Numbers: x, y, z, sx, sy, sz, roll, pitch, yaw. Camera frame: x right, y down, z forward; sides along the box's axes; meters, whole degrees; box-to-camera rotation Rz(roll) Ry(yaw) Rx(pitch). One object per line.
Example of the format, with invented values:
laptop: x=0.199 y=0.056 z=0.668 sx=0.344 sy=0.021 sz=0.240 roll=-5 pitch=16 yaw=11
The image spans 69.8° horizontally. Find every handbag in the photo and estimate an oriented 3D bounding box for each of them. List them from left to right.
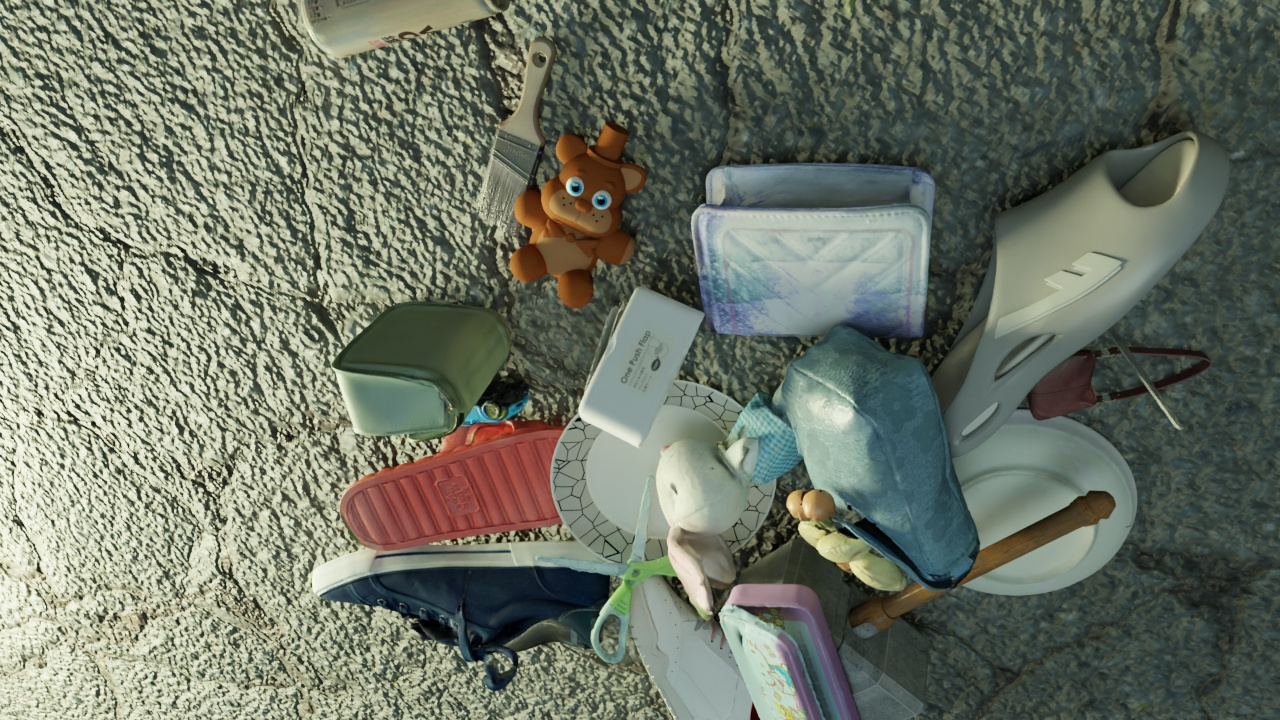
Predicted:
handbag: x=-0.171 y=0.009 z=0.731 sx=0.106 sy=0.121 sz=0.067 roll=2 pitch=120 yaw=14
handbag: x=0.121 y=-0.072 z=0.643 sx=0.159 sy=0.069 sz=0.127 roll=2 pitch=134 yaw=14
handbag: x=0.153 y=0.080 z=0.631 sx=0.118 sy=0.122 sz=0.192 roll=-34 pitch=123 yaw=-14
handbag: x=0.341 y=0.010 z=0.655 sx=0.120 sy=0.029 sz=0.055 roll=-9 pitch=119 yaw=14

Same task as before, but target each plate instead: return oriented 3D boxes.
plate: x=0.019 y=0.098 z=0.777 sx=0.188 sy=0.016 sz=0.189 roll=0 pitch=114 yaw=1
plate: x=0.295 y=0.124 z=0.726 sx=0.182 sy=0.034 sz=0.183 roll=7 pitch=121 yaw=11

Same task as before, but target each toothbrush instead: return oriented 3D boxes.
toothbrush: x=0.297 y=-0.012 z=0.559 sx=0.010 sy=0.181 sz=0.010 roll=25 pitch=120 yaw=-7

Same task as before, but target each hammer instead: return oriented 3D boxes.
hammer: x=0.229 y=0.178 z=0.721 sx=0.162 sy=0.082 sz=0.319 roll=39 pitch=130 yaw=-9

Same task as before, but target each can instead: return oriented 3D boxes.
can: x=-0.159 y=-0.246 z=0.620 sx=0.136 sy=0.054 sz=0.054 roll=-8 pitch=117 yaw=18

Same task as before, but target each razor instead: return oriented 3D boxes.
razor: x=-0.094 y=0.264 z=0.903 sx=0.141 sy=0.052 sz=0.064 roll=-20 pitch=114 yaw=26

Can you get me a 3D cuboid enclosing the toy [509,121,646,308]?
toy: x=-0.042 y=-0.108 z=0.665 sx=0.095 sy=0.065 sz=0.128 roll=24 pitch=118 yaw=-7

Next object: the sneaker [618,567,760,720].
sneaker: x=0.064 y=0.276 z=0.857 sx=0.104 sy=0.090 sz=0.236 roll=-25 pitch=102 yaw=1

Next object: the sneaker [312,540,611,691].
sneaker: x=-0.168 y=0.231 z=0.839 sx=0.295 sy=0.127 sz=0.121 roll=-3 pitch=162 yaw=13

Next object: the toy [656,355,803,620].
toy: x=0.068 y=0.083 z=0.713 sx=0.106 sy=0.131 sz=0.205 roll=30 pitch=100 yaw=10

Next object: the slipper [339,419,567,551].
slipper: x=-0.142 y=0.104 z=0.816 sx=0.249 sy=0.059 sz=0.103 roll=-12 pitch=115 yaw=5

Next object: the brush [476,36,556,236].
brush: x=-0.088 y=-0.163 z=0.674 sx=0.039 sy=0.012 sz=0.152 roll=24 pitch=123 yaw=1

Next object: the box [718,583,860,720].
box: x=0.124 y=0.271 z=0.745 sx=0.078 sy=0.064 sz=0.214 roll=2 pitch=127 yaw=37

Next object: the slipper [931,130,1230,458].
slipper: x=0.249 y=-0.046 z=0.602 sx=0.080 sy=0.112 sz=0.267 roll=31 pitch=129 yaw=-2

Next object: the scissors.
scissors: x=-0.005 y=0.179 z=0.778 sx=0.171 sy=0.021 sz=0.172 roll=8 pitch=105 yaw=-9

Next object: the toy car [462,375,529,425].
toy car: x=-0.145 y=0.036 z=0.784 sx=0.105 sy=0.048 sz=0.032 roll=-1 pitch=119 yaw=14

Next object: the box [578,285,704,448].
box: x=-0.015 y=-0.002 z=0.685 sx=0.091 sy=0.102 sz=0.107 roll=28 pitch=84 yaw=2
